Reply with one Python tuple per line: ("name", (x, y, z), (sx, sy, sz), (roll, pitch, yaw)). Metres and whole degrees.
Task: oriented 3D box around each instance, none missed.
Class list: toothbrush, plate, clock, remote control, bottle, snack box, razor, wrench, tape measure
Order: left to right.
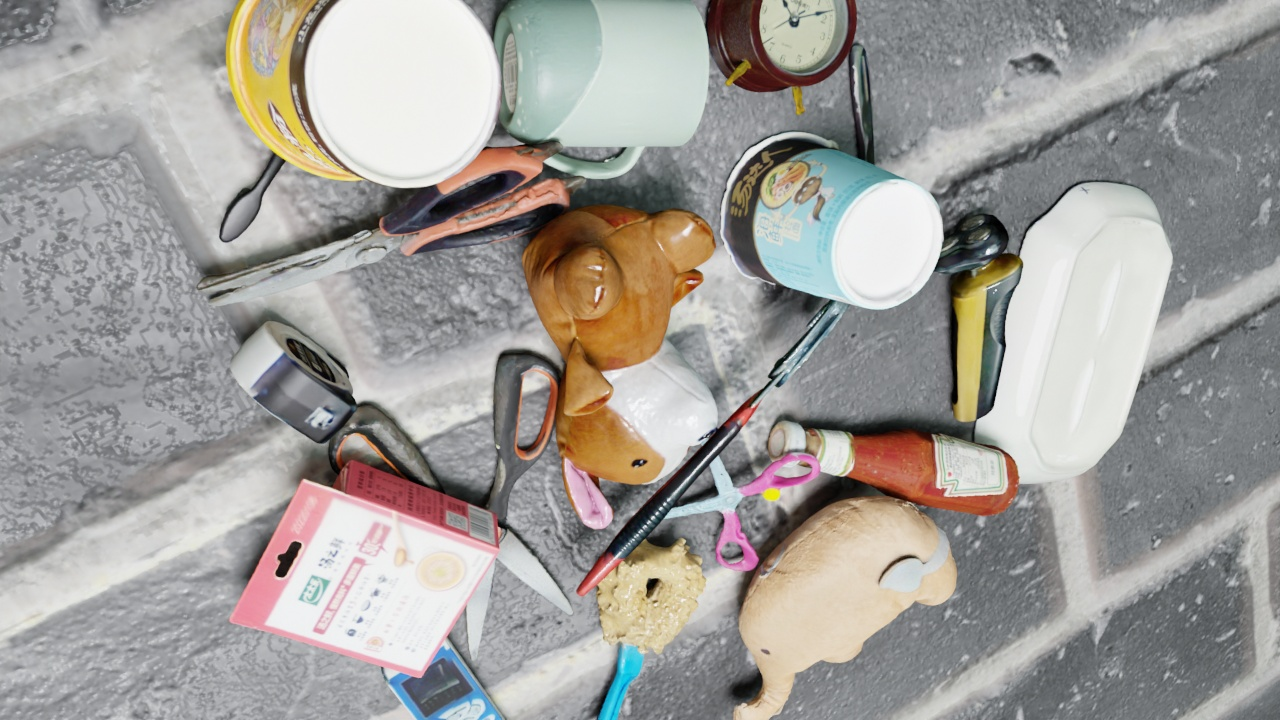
("tape measure", (-0.198, 0.010, 0.523), (0.033, 0.066, 0.066), (-47, 119, 0))
("toothbrush", (-0.180, -0.145, 0.509), (0.014, 0.017, 0.189), (34, 90, -38))
("snack box", (-0.170, 0.128, 0.574), (0.127, 0.044, 0.113), (26, 108, -22))
("remote control", (-0.133, 0.248, 0.656), (0.049, 0.024, 0.125), (-30, 118, -10))
("wrench", (0.050, 0.055, 0.620), (0.016, 0.056, 0.273), (42, 85, 2))
("clock", (0.092, -0.221, 0.566), (0.082, 0.055, 0.122), (14, 101, -25))
("toothbrush", (0.163, -0.130, 0.650), (0.015, 0.018, 0.181), (-17, 112, -13))
("bottle", (0.196, 0.080, 0.714), (0.206, 0.060, 0.060), (11, 103, -19))
("razor", (0.256, -0.028, 0.708), (0.068, 0.062, 0.168), (-2, 118, 10))
("plate", (0.370, -0.013, 0.764), (0.161, 0.034, 0.266), (2, 107, -23))

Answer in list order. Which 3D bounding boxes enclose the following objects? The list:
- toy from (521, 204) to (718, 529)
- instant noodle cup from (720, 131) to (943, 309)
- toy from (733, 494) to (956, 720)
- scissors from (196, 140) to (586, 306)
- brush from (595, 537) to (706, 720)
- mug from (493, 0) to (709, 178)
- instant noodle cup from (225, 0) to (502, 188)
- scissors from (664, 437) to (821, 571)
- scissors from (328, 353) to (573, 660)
("toy", (-0.003, 0.003, 0.572), (0.139, 0.130, 0.200), (-29, 133, -38))
("instant noodle cup", (0.126, -0.087, 0.590), (0.111, 0.120, 0.111), (-7, 110, -20))
("toy", (0.139, 0.195, 0.716), (0.226, 0.082, 0.143), (-42, 113, 13))
("scissors", (-0.139, -0.075, 0.516), (0.204, 0.199, 0.015), (-6, 69, -44))
("brush", (-0.014, 0.244, 0.699), (0.083, 0.046, 0.255), (7, 109, -23))
("mug", (-0.028, -0.155, 0.533), (0.106, 0.082, 0.112), (-7, 139, -21))
("instant noodle cup", (-0.133, -0.142, 0.458), (0.118, 0.114, 0.119), (-14, 117, -30))
("scissors", (0.071, 0.105, 0.678), (0.133, 0.017, 0.135), (-15, 120, 3))
("scissors", (-0.106, 0.095, 0.615), (0.220, 0.022, 0.228), (31, 94, -28))
